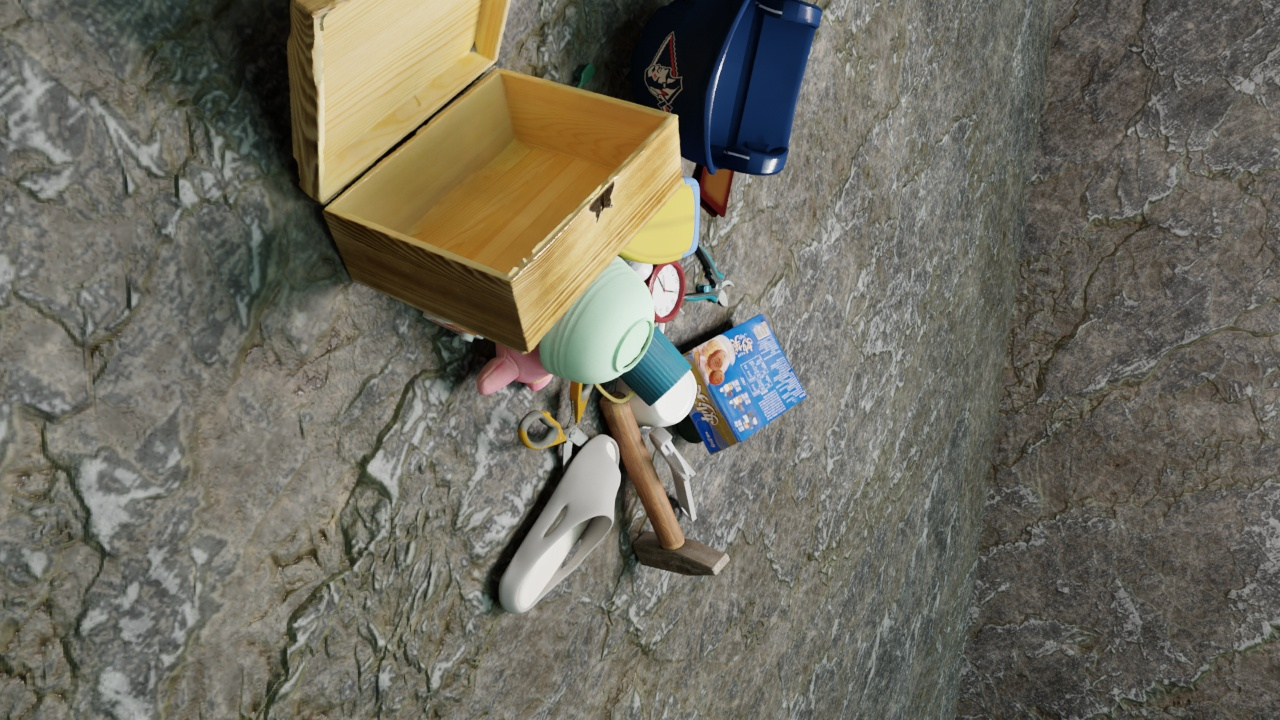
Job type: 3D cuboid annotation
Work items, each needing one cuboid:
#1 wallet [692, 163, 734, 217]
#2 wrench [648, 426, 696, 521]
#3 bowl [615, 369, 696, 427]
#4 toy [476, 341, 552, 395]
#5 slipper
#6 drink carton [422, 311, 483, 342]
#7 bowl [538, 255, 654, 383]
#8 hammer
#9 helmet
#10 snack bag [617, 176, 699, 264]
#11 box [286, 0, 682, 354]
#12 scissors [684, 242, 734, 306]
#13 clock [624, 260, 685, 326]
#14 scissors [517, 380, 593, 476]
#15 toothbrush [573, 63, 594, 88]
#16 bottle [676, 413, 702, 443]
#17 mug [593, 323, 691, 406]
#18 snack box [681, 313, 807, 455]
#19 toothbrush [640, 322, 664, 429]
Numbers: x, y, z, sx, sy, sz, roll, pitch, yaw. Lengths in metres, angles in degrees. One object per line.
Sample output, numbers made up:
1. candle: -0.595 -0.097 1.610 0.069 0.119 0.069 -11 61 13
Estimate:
1. wallet: 0.112 -0.285 1.380 0.091 0.018 0.115 29 72 -52
2. wrench: 0.054 0.176 1.361 0.018 0.086 0.274 -35 154 -12
3. bowl: 0.028 0.042 1.299 0.116 0.066 0.116 -11 106 -41
4. toy: -0.123 -0.041 1.031 0.192 0.097 0.237 -61 169 -8
5. slipper: -0.081 0.221 1.195 0.265 0.081 0.113 -54 148 -29
6. drink carton: -0.188 -0.086 1.008 0.058 0.040 0.122 30 76 -53
7. bowl: -0.035 -0.034 1.007 0.150 0.077 0.151 -45 154 -29
8. hammer: 0.015 0.176 1.297 0.037 0.158 0.301 -39 117 -37
9. helmet: 0.095 -0.355 1.148 0.271 0.223 0.233 -71 173 -64
10. snack bag: -0.050 -0.164 1.071 0.204 0.159 0.102 -20 116 -48
11. box: -0.161 -0.243 0.835 0.278 0.284 0.324 -52 149 -31
12. scissors: 0.105 -0.127 1.410 0.153 0.019 0.124 -29 123 -48
13. clock: 0.017 -0.109 1.271 0.096 0.048 0.138 -42 132 -39
14. scissors: -0.088 0.070 1.170 0.216 0.016 0.225 -65 157 -7
15. toothbrush: -0.105 -0.281 1.086 0.189 0.017 0.016 -61 141 -19
16. bottle: 0.126 0.072 1.466 0.173 0.055 0.055 -32 124 -46
17. mug: -0.007 0.007 1.211 0.113 0.107 0.083 -43 -178 2
18. snack box: 0.150 0.033 1.417 0.202 0.069 0.155 -27 89 -47
19. toothbrush: 0.020 0.009 1.339 0.017 0.012 0.187 2 98 -52
